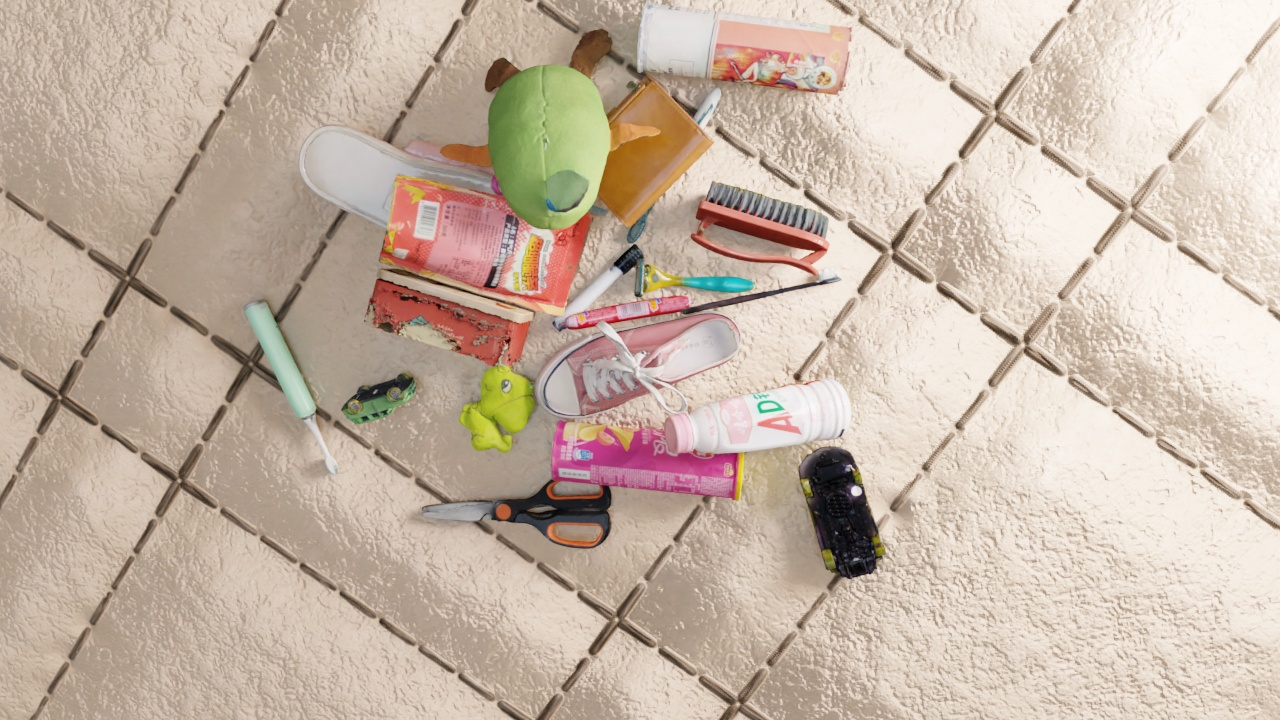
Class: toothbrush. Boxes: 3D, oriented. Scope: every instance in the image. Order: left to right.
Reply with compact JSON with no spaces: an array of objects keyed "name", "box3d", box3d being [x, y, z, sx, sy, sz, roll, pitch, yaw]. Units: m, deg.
[{"name":"toothbrush","box3d":[-0.404,0.033,1.073,0.026,0.027,0.224,-26,96,-20]},{"name":"toothbrush","box3d":[0.035,-0.210,0.998,0.016,0.018,0.192,31,101,-1]},{"name":"toothbrush","box3d":[0.130,-0.074,0.995,0.181,0.015,0.018,-14,92,-5]}]

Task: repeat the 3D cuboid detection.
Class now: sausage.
[{"name":"sausage","box3d":[-0.015,-0.054,1.019,0.156,0.020,0.020,-10,98,-1]}]

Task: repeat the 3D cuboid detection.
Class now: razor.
[{"name":"razor","box3d":[0.060,-0.086,1.009,0.132,0.028,0.043,4,88,1]}]

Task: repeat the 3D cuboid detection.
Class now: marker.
[{"name":"marker","box3d":[-0.047,-0.080,1.026,0.131,0.018,0.022,-43,97,10]}]

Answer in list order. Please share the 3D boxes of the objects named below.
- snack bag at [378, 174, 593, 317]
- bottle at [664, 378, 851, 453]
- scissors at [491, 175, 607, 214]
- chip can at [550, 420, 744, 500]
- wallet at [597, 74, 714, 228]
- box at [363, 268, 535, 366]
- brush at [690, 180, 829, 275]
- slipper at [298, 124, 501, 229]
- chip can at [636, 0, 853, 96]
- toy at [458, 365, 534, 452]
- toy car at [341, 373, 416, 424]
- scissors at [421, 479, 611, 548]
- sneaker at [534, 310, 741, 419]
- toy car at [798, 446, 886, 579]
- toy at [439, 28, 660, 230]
[{"name":"snack bag","box3d":[-0.164,-0.123,0.968,0.207,0.073,0.129,12,123,-14]},{"name":"bottle","box3d":[0.123,0.065,0.973,0.196,0.068,0.068,-8,98,-18]},{"name":"scissors","box3d":[-0.096,-0.190,0.999,0.133,0.017,0.125,16,66,-21]},{"name":"chip can","box3d":[0.008,0.110,1.024,0.210,0.071,0.071,5,99,5]},{"name":"wallet","box3d":[-0.007,-0.229,0.984,0.131,0.035,0.119,-44,79,14]},{"name":"box","box3d":[-0.211,-0.040,1.011,0.168,0.091,0.079,17,97,3]},{"name":"brush","box3d":[0.130,-0.137,0.978,0.146,0.063,0.069,16,88,1]},{"name":"slipper","box3d":[-0.237,-0.180,1.008,0.274,0.054,0.114,19,104,-8]},{"name":"chip can","box3d":[0.107,-0.322,0.947,0.215,0.071,0.071,8,99,4]},{"name":"toy","box3d":[-0.161,0.057,1.052,0.100,0.031,0.096,-25,95,13]},{"name":"toy car","box3d":[-0.299,0.045,1.056,0.091,0.043,0.036,-20,112,16]},{"name":"scissors","box3d":[-0.145,0.161,1.075,0.235,0.021,0.136,19,92,7]},{"name":"sneaker","box3d":[-0.006,0.006,1.000,0.241,0.087,0.118,-17,97,7]},{"name":"toy car","box3d":[0.225,0.169,1.026,0.070,0.042,0.158,-16,98,7]},{"name":"toy","box3d":[-0.094,-0.233,0.941,0.227,0.090,0.246,-8,59,6]}]
